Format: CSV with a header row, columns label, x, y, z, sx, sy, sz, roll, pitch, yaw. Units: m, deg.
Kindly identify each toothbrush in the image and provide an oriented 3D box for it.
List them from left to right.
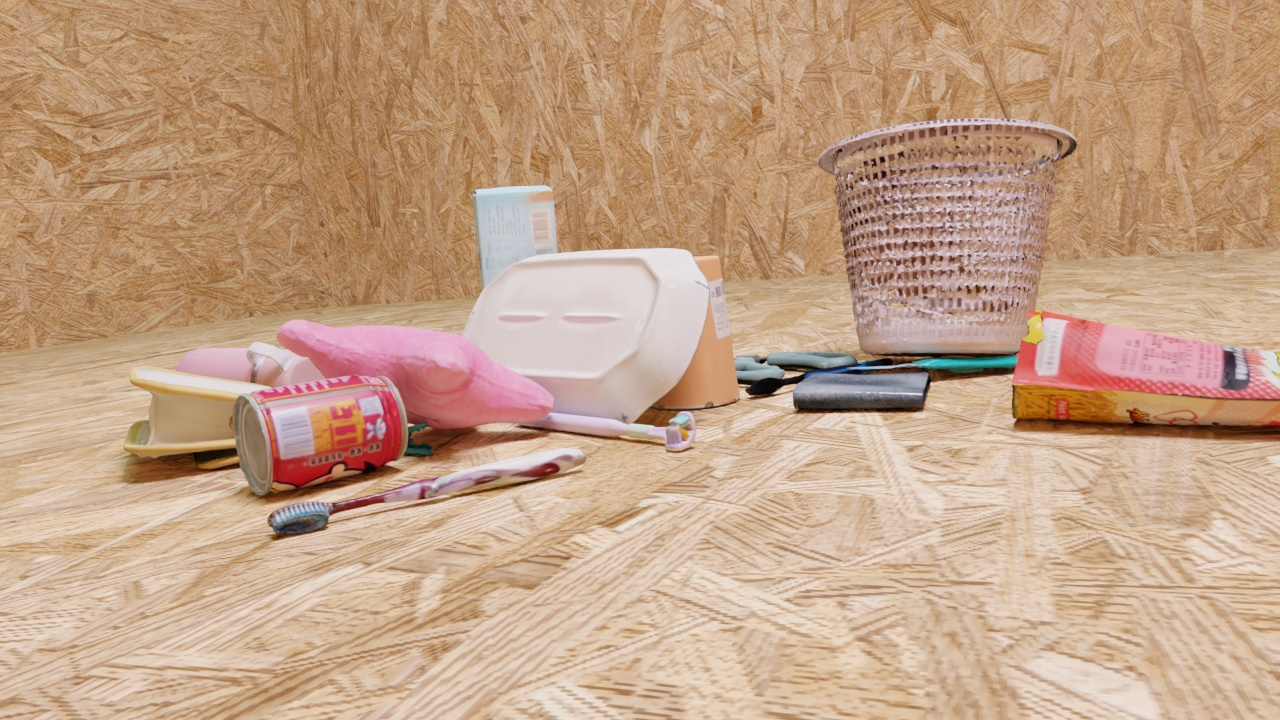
label,x,y,z,sx,sy,sz,roll,pitch,yaw
toothbrush,-0.115,0.074,0.528,0.187,0.016,0.017,-9,16,-28
toothbrush,-0.034,0.047,0.673,0.190,0.029,0.021,1,-31,46
toothbrush,0.165,0.014,0.826,0.189,0.014,0.016,-9,-17,-37

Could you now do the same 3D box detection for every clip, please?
label,x,y,z,sx,sy,sz,roll,pitch,yaw
clip,-0.175,0.059,0.670,0.057,0.048,0.014,-5,7,32

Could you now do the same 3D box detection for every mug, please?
label,x,y,z,sx,sy,sz,roll,pitch,yaw
mug,0.042,-0.026,0.775,0.078,0.123,0.078,-4,8,0

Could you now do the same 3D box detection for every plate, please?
label,x,y,z,sx,sy,sz,roll,pitch,yaw
plate,-0.063,-0.029,0.756,0.266,0.161,0.034,5,-23,43

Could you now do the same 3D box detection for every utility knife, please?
label,x,y,z,sx,sy,sz,roll,pitch,yaw
utility knife,0.281,0.004,0.795,0.209,0.013,0.029,-1,5,-7

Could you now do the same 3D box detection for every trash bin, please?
label,x,y,z,sx,sy,sz,roll,pitch,yaw
trash bin,0.280,-0.101,0.853,0.227,0.192,0.227,1,-1,0

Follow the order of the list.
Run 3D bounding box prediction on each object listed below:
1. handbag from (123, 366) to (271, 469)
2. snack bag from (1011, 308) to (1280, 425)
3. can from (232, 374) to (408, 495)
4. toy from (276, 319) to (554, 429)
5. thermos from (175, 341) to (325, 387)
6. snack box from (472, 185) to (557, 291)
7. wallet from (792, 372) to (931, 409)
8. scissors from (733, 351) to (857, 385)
label,x,y,z,sx,sy,sz,roll,pitch,yaw
handbag,-0.314,0.049,0.739,0.178,0.063,0.163,8,1,-29
snack bag,0.347,0.009,0.574,0.208,0.073,0.128,5,15,26
can,-0.208,0.046,0.599,0.093,0.066,0.067,-11,10,-39
toy,-0.158,0.017,0.703,0.195,0.074,0.178,10,-14,16
thermos,-0.393,0.014,0.915,0.199,0.087,0.067,1,54,38
snack box,-0.120,-0.083,0.907,0.074,0.175,0.051,-6,13,-12
wallet,0.180,0.022,0.734,0.097,0.019,0.120,0,7,20
scissors,0.141,0.002,0.911,0.169,0.019,0.177,-6,7,-4
